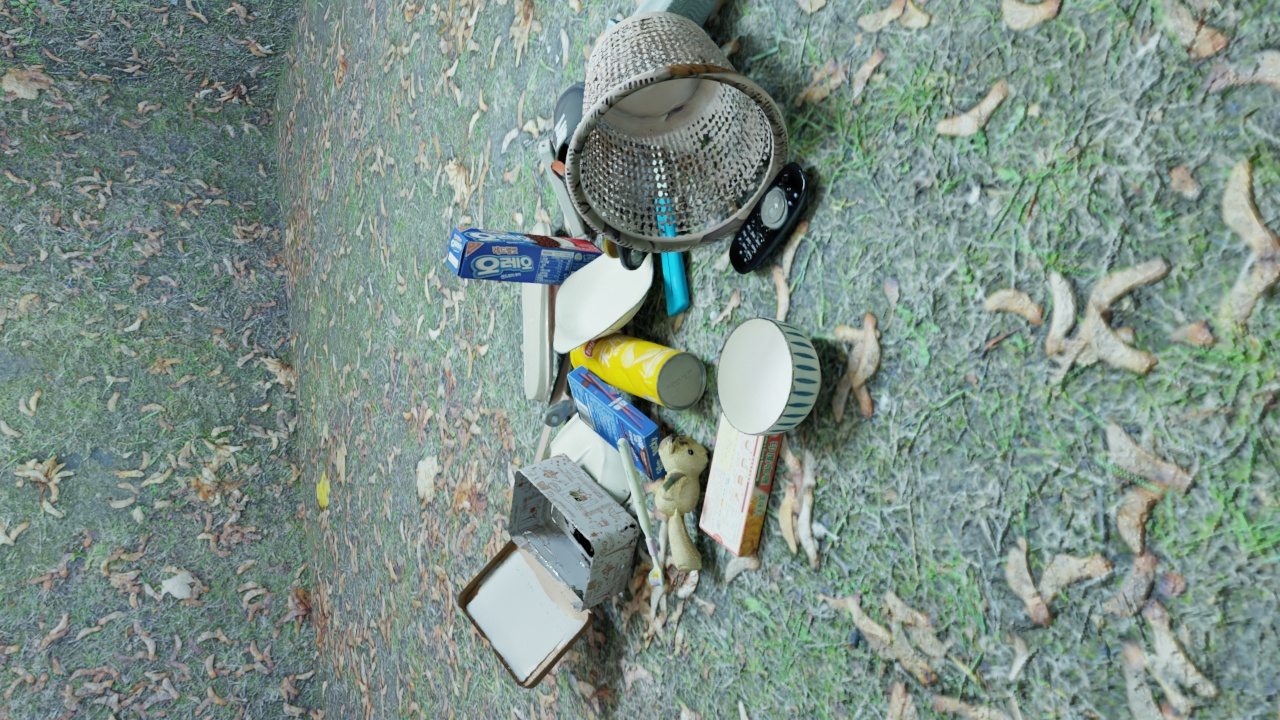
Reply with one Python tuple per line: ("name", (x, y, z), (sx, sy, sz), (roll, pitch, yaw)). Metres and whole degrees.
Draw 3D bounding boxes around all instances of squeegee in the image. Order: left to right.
("squeegee", (-0.107, 0.061, 1.224), (0.249, 0.040, 0.248), (-108, 35, -84))

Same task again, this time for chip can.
("chip can", (-0.007, 0.007, 1.133), (0.214, 0.072, 0.072), (18, 104, 56))

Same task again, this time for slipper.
("slipper", (-0.137, -0.073, 1.352), (0.114, 0.054, 0.274), (150, 122, -62))
("slipper", (-0.058, -0.279, 1.194), (0.268, 0.083, 0.111), (50, 132, 36))
("slipper", (0.005, -0.380, 1.071), (0.074, 0.103, 0.246), (57, 131, 17))

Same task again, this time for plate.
("plate", (-0.090, 0.154, 1.293), (0.267, 0.034, 0.162), (-45, 53, 48))
("plate", (-0.041, -0.082, 1.168), (0.165, 0.034, 0.163), (-32, 35, 23))

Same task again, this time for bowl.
("bowl", (0.135, 0.017, 0.905), (0.117, 0.066, 0.116), (-13, 75, 57))

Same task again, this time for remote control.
("remote control", (-0.109, -0.238, 1.276), (0.056, 0.019, 0.135), (-101, -9, -60))
("remote control", (0.136, -0.145, 0.952), (0.137, 0.024, 0.053), (-55, 45, 40))

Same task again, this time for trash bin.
("trash bin", (0.025, -0.260, 0.983), (0.228, 0.227, 0.191), (-58, 31, 40))

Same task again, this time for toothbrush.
("toothbrush", (0.000, 0.185, 1.114), (0.029, 0.020, 0.189), (0, 106, 58))

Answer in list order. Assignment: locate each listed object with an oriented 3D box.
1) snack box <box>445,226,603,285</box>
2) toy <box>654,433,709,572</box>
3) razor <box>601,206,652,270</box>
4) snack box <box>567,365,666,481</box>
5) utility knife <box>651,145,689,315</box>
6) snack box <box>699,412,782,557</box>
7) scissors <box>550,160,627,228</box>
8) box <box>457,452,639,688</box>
("snack box", (-0.155, -0.138, 1.245), (0.058, 0.207, 0.057), (45, 126, 49))
("toy", (0.049, 0.162, 1.051), (0.105, 0.066, 0.157), (22, -116, -77))
("razor", (-0.024, -0.166, 1.168), (0.167, 0.067, 0.062), (-118, 14, -63))
("snack box", (-0.030, 0.077, 1.145), (0.157, 0.026, 0.085), (37, 151, 39))
("utility knife", (0.032, -0.163, 1.104), (0.034, 0.018, 0.216), (-11, 86, 55))
("snack box", (0.107, 0.124, 0.986), (0.077, 0.027, 0.156), (31, 114, 55))
("scissors", (-0.065, -0.200, 1.110), (0.196, 0.015, 0.205), (48, 179, 11))
("box", (-0.122, 0.275, 1.220), (0.179, 0.124, 0.274), (39, 108, 36))
